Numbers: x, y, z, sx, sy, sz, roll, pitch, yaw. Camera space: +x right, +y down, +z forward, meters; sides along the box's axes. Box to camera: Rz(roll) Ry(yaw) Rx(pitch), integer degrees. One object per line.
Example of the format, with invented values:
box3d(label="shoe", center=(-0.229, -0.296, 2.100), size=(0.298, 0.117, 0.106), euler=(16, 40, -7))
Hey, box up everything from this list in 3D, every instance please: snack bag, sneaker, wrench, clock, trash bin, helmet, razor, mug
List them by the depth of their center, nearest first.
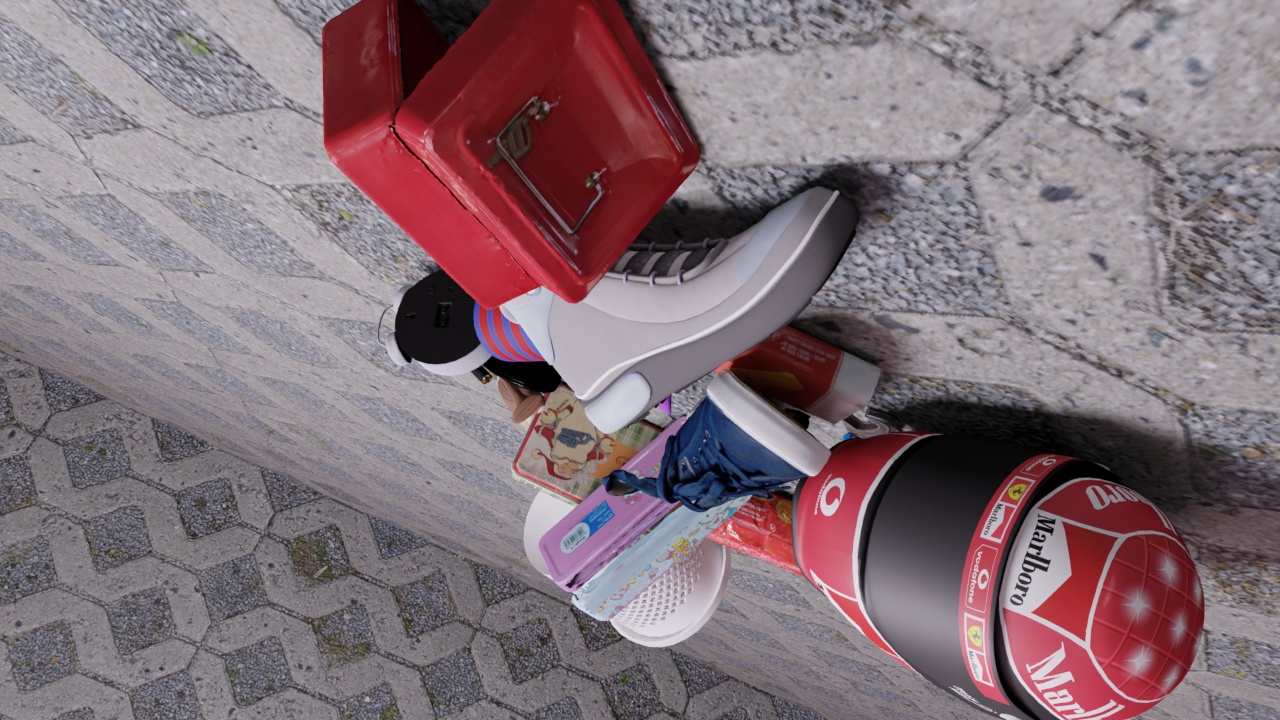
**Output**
box3d(label="sneaker", center=(0.004, -0.063, 0.580), size=(0.160, 0.092, 0.258), euler=(44, 136, -7))
box3d(label="helmet", center=(0.278, 0.161, 0.678), size=(0.270, 0.197, 0.225), euler=(30, 167, -27))
box3d(label="snack bag", center=(0.066, -0.017, 0.701), size=(0.225, 0.041, 0.078), euler=(23, 161, -2))
box3d(label="sneaker", center=(0.055, 0.085, 0.739), size=(0.120, 0.127, 0.295), euler=(38, 169, 1))
box3d(label="mug", center=(-0.093, -0.052, 0.749), size=(0.076, 0.074, 0.112), euler=(-1, 122, 46))
box3d(label="clock", center=(-0.181, -0.033, 0.827), size=(0.123, 0.094, 0.035), euler=(-1, 156, 14))
box3d(label="wrench", center=(0.268, 0.114, 0.839), size=(0.070, 0.010, 0.273), euler=(-3, 146, 48))
box3d(label="clock", center=(-0.123, -0.015, 0.886), size=(0.120, 0.042, 0.091), euler=(31, 157, -18))
box3d(label="razor", center=(-0.198, -0.014, 0.960), size=(0.144, 0.022, 0.043), euler=(32, 168, 37))
box3d(label="snack bag", center=(0.139, 0.188, 1.041), size=(0.176, 0.082, 0.082), euler=(22, 158, 2))
box3d(label="trash bin", center=(-0.026, 0.226, 1.117), size=(0.196, 0.195, 0.199), euler=(2, 155, 42))

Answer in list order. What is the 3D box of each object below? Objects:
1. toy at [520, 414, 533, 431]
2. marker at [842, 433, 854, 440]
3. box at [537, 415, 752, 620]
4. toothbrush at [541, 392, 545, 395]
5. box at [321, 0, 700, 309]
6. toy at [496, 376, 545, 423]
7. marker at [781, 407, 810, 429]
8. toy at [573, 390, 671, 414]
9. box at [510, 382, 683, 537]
box3d(label="toy", center=(-0.102, 0.091, 1.110), size=(0.118, 0.043, 0.092), euler=(41, 163, -22))
box3d(label="marker", center=(0.226, 0.105, 0.856), size=(0.013, 0.013, 0.142), euler=(-1, 148, 47))
box3d(label="box", center=(0.010, 0.166, 0.940), size=(0.093, 0.214, 0.089), euler=(48, -178, -40))
box3d(label="toothbrush", center=(-0.065, 0.077, 1.078), size=(0.015, 0.016, 0.186), euler=(2, 150, 44))
box3d(label="box", center=(-0.091, -0.126, 0.518), size=(0.165, 0.151, 0.157), euler=(28, 166, 36))
box3d(label="toy", center=(-0.127, 0.035, 0.970), size=(0.055, 0.041, 0.102), euler=(44, 180, -42))
box3d(label="marker", center=(0.107, 0.047, 0.786), size=(0.016, 0.016, 0.140), euler=(29, 174, -14))
box3d(label="toy", center=(-0.005, 0.005, 0.799), size=(0.088, 0.055, 0.106), euler=(20, 124, 15))
box3d(label="box", center=(-0.029, 0.114, 0.998), size=(0.205, 0.117, 0.050), euler=(27, 163, -5))
